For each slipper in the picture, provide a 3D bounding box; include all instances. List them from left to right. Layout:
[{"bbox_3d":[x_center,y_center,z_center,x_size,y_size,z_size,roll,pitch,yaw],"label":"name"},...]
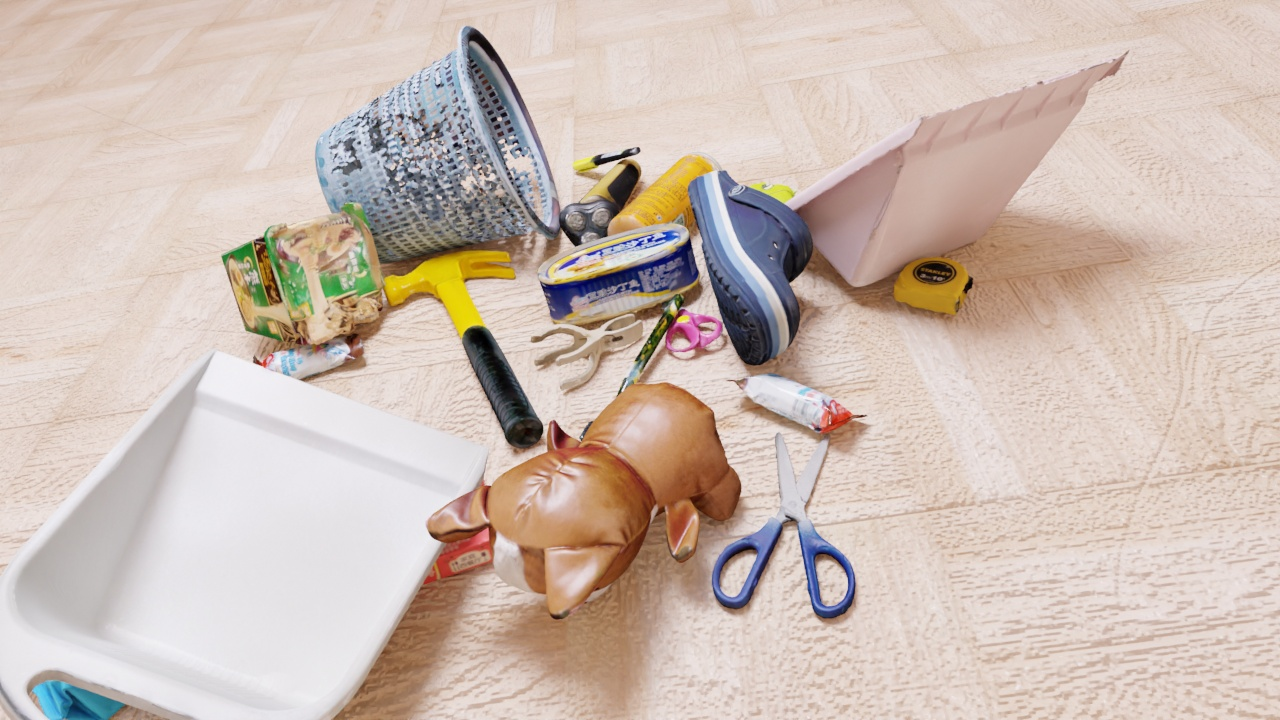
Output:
[{"bbox_3d":[0.102,-0.090,0.798,0.095,0.105,0.252,-20,36,6],"label":"slipper"}]

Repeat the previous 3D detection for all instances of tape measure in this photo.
[{"bbox_3d":[0.255,-0.064,0.796,0.060,0.029,0.057,16,47,30],"label":"tape measure"}]

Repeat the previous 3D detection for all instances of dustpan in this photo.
[{"bbox_3d":[-0.237,0.111,0.551,0.222,0.143,0.257,20,66,-1],"label":"dustpan"},{"bbox_3d":[0.230,-0.179,0.799,0.222,0.274,0.138,-19,61,-25],"label":"dustpan"}]

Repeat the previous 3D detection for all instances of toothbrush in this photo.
[{"bbox_3d":[-0.005,0.004,0.772,0.012,0.017,0.185,-3,42,38],"label":"toothbrush"}]

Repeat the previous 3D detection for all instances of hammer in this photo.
[{"bbox_3d":[-0.149,-0.021,0.841,0.128,0.033,0.300,-22,40,-12],"label":"hammer"}]

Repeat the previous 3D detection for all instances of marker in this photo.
[{"bbox_3d":[-0.040,-0.229,1.048,0.018,0.015,0.124,-39,24,-29],"label":"marker"}]

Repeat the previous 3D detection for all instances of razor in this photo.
[{"bbox_3d":[-0.034,-0.173,0.985,0.068,0.062,0.167,-27,22,34],"label":"razor"}]

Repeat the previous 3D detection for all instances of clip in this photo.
[{"bbox_3d":[-0.055,-0.017,0.812,0.094,0.035,0.102,16,41,28],"label":"clip"}]

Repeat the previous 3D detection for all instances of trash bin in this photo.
[{"bbox_3d":[-0.215,-0.201,0.958,0.195,0.227,0.226,-20,37,10],"label":"trash bin"}]

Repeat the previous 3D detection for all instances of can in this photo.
[{"bbox_3d":[-0.020,-0.081,0.858,0.148,0.049,0.074,-16,32,1],"label":"can"},{"bbox_3d":[0.029,-0.158,0.944,0.058,0.058,0.145,17,46,30],"label":"can"}]

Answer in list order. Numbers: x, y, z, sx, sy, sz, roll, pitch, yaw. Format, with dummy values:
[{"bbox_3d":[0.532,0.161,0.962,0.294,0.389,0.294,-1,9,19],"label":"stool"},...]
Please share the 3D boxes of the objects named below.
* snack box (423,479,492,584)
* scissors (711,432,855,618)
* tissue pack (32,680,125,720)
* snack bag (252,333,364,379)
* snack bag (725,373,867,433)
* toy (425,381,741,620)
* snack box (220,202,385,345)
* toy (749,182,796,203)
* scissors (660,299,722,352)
[{"bbox_3d":[-0.181,0.133,0.663,0.153,0.025,0.075,-18,40,-8],"label":"snack box"},{"bbox_3d":[0.097,0.111,0.634,0.155,0.012,0.166,-20,38,-12],"label":"scissors"},{"bbox_3d":[-0.352,0.172,0.627,0.090,0.063,0.139,23,50,34],"label":"tissue pack"},{"bbox_3d":[-0.311,-0.001,0.859,0.105,0.026,0.045,-16,31,-11],"label":"snack bag"},{"bbox_3d":[0.120,0.031,0.711,0.104,0.026,0.048,26,18,36],"label":"snack bag"},{"bbox_3d":[-0.028,0.095,0.605,0.140,0.131,0.199,14,24,31],"label":"toy"},{"bbox_3d":[-0.328,-0.080,0.876,0.106,0.117,0.118,-1,19,31],"label":"snack box"},{"bbox_3d":[0.117,-0.148,0.932,0.100,0.031,0.096,-20,43,-5],"label":"toy"},{"bbox_3d":[0.032,-0.046,0.841,0.054,0.017,0.133,-26,37,-5],"label":"scissors"}]
